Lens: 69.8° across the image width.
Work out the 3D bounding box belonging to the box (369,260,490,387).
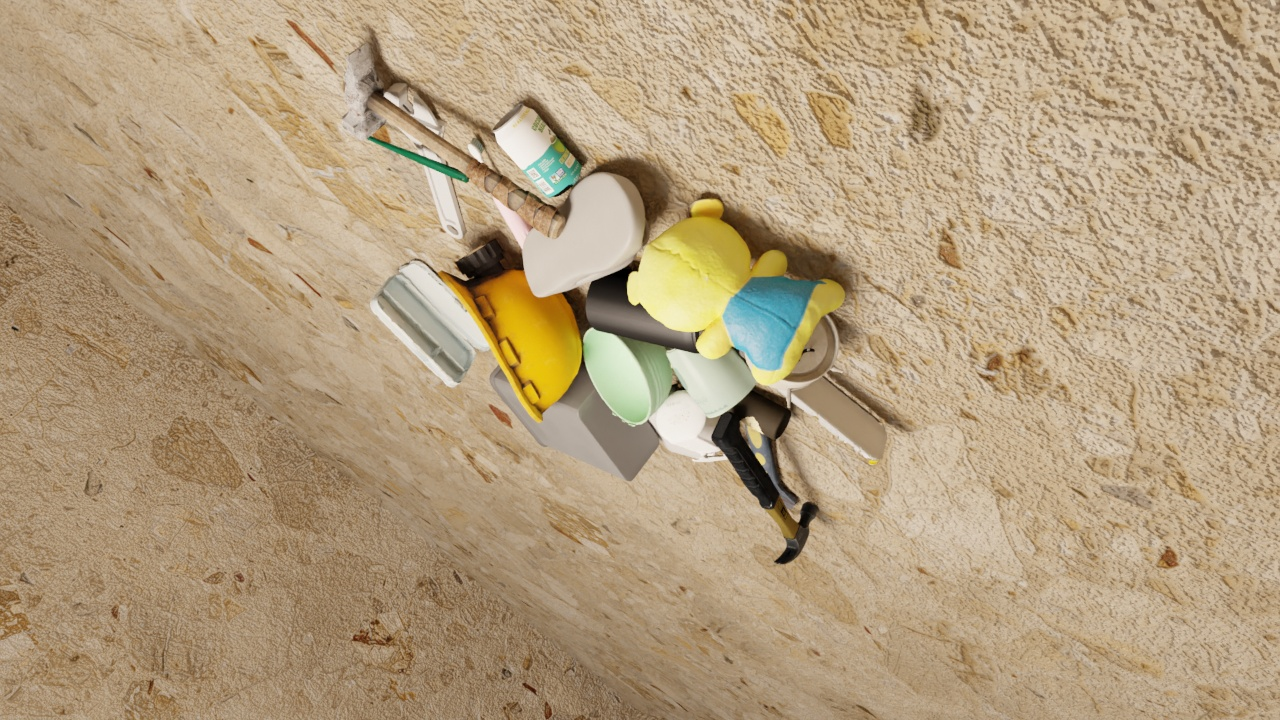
[{"bbox_3d":[-0.323,-0.072,1.514,0.127,0.106,0.215,-23,122,31],"label":"box"}]

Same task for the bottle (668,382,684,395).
[{"bbox_3d":[0.051,0.049,1.340,0.025,0.025,0.106,31,163,3],"label":"bottle"}]

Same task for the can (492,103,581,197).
[{"bbox_3d":[-0.116,-0.236,1.036,0.055,0.054,0.101,-7,133,51],"label":"can"}]

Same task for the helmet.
[{"bbox_3d":[-0.160,-0.050,1.300,0.255,0.131,0.205,59,175,-13],"label":"helmet"}]

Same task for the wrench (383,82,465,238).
[{"bbox_3d":[-0.281,-0.256,1.220,0.087,0.018,0.274,25,153,14],"label":"wrench"}]

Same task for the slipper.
[{"bbox_3d":[-0.054,-0.145,1.104,0.267,0.080,0.113,-25,74,54],"label":"slipper"}]

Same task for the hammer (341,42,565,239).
[{"bbox_3d":[-0.223,-0.244,1.083,0.319,0.048,0.122,35,148,5],"label":"hammer"}]

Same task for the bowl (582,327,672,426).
[{"bbox_3d":[-0.008,0.007,1.275,0.151,0.076,0.151,40,146,35],"label":"bowl"}]

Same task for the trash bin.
[{"bbox_3d":[-0.105,0.080,1.463,0.220,0.097,0.192,17,150,44],"label":"trash bin"}]

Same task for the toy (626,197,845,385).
[{"bbox_3d":[0.095,-0.076,0.986,0.214,0.149,0.084,34,177,10],"label":"toy"}]

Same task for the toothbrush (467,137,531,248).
[{"bbox_3d":[-0.168,-0.195,1.190,0.027,0.026,0.223,0,140,26],"label":"toothbrush"}]

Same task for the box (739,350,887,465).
[{"bbox_3d":[0.217,0.044,1.146,0.210,0.057,0.117,39,-172,-9],"label":"box"}]

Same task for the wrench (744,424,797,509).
[{"bbox_3d":[0.191,0.158,1.393,0.073,0.022,0.274,16,149,28],"label":"wrench"}]

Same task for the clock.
[{"bbox_3d":[0.157,-0.031,1.057,0.157,0.103,0.061,55,163,13],"label":"clock"}]

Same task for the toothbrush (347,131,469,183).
[{"bbox_3d":[-0.299,-0.269,1.180,0.190,0.017,0.016,25,154,15],"label":"toothbrush"}]

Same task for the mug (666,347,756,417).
[{"bbox_3d":[0.085,0.008,1.208,0.104,0.084,0.111,50,176,-10],"label":"mug"}]

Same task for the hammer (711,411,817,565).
[{"bbox_3d":[0.178,0.187,1.321,0.025,0.117,0.333,8,149,37],"label":"hammer"}]

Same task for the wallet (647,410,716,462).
[{"bbox_3d":[0.049,0.108,1.447,0.115,0.037,0.118,11,146,46],"label":"wallet"}]

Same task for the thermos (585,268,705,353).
[{"bbox_3d":[0.037,-0.059,1.130,0.199,0.086,0.086,14,147,32],"label":"thermos"}]

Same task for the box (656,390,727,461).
[{"bbox_3d":[0.088,0.102,1.333,0.084,0.092,0.166,-20,158,24],"label":"box"}]

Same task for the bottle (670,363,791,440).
[{"bbox_3d":[0.118,0.047,1.267,0.184,0.045,0.045,29,154,23],"label":"bottle"}]
